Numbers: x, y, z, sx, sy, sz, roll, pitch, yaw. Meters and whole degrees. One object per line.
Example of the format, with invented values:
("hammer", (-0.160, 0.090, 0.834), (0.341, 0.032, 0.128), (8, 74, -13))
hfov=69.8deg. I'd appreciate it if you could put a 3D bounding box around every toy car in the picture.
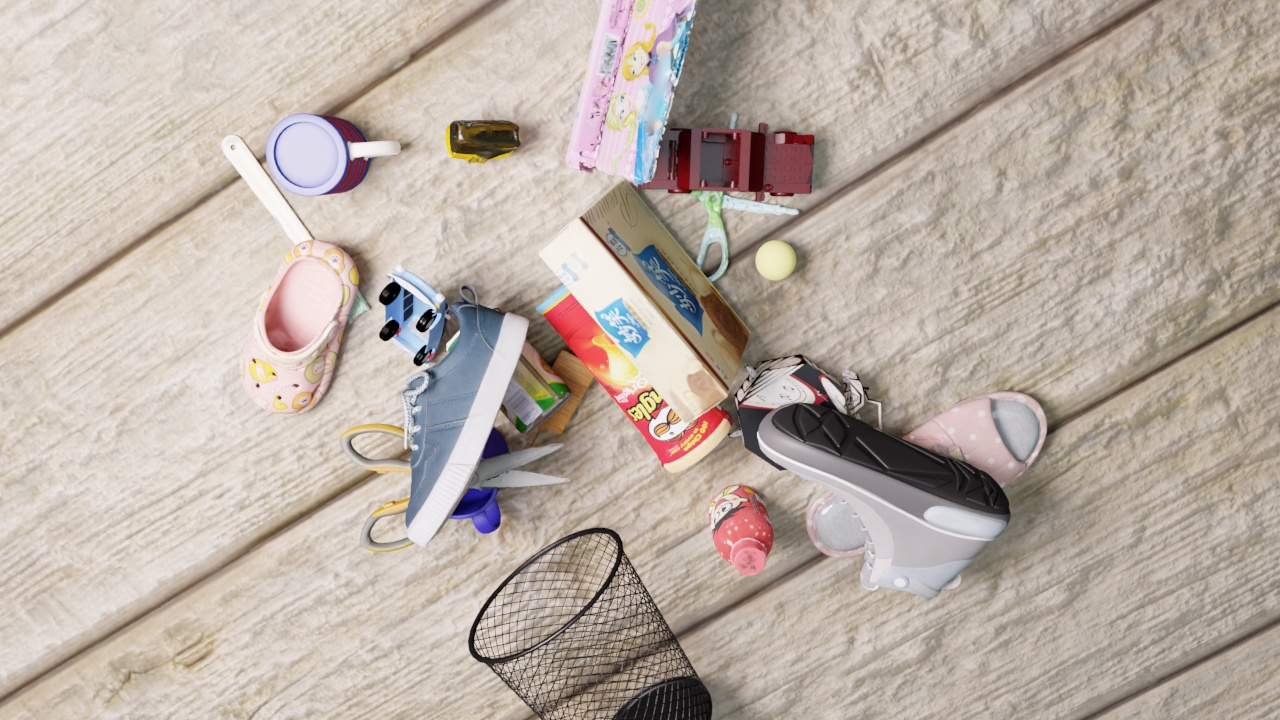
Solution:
("toy car", (-0.216, -0.044, 0.886), (0.056, 0.154, 0.054), (36, 63, 1))
("toy car", (0.084, -0.190, 0.873), (0.170, 0.062, 0.070), (1, 100, -2))

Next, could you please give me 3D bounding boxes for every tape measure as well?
("tape measure", (-0.153, -0.209, 0.879), (0.065, 0.064, 0.037), (-5, 95, -29))

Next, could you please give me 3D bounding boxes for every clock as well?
("clock", (0.174, 0.059, 0.937), (0.154, 0.065, 0.115), (12, 103, -1))

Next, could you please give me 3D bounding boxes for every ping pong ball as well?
("ping pong ball", (0.135, -0.100, 0.914), (0.040, 0.040, 0.040), (0, 103, 0))

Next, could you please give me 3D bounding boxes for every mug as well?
("mug", (-0.288, -0.198, 0.876), (0.112, 0.076, 0.075), (-6, 103, 2))
("mug", (-0.174, 0.125, 0.945), (0.079, 0.083, 0.111), (-22, 102, 5))

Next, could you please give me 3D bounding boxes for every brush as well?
("brush", (-0.093, 0.050, 0.961), (0.048, 0.017, 0.126), (29, 101, -6))
("brush", (-0.350, -0.133, 0.926), (0.033, 0.012, 0.217), (-34, 99, 8))

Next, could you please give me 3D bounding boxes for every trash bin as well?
("trash bin", (-0.041, 0.314, 0.947), (0.184, 0.184, 0.210), (-32, 106, 7))

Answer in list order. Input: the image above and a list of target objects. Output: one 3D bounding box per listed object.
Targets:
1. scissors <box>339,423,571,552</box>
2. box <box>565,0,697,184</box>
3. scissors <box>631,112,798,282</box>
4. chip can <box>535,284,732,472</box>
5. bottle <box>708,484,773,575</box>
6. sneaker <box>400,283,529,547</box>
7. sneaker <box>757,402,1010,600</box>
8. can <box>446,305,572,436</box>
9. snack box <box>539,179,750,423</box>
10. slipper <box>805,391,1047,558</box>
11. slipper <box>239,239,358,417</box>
("scissors", (-0.183, 0.126, 0.893), (0.225, 0.016, 0.175), (8, 101, -4))
("box", (-0.015, -0.279, 0.819), (0.061, 0.161, 0.231), (9, 103, -25))
("scissors", (0.073, -0.161, 0.917), (0.171, 0.021, 0.173), (12, 98, 0))
("chip can", (-0.005, 0.005, 0.917), (0.087, 0.087, 0.213), (-38, 99, 8))
("bottle", (0.103, 0.175, 0.927), (0.062, 0.137, 0.062), (0, 101, 0))
("sneaker", (-0.177, 0.049, 0.834), (0.087, 0.089, 0.235), (22, 81, -7))
("sneaker", (0.214, 0.148, 0.897), (0.256, 0.092, 0.161), (19, 120, -5))
("can", (-0.131, 0.009, 0.916), (0.067, 0.067, 0.121), (-42, 87, 9))
("snack box", (0.013, -0.060, 0.863), (0.055, 0.153, 0.207), (-36, 100, 26))
("slipper", (0.300, 0.125, 0.957), (0.274, 0.054, 0.114), (-32, 101, 8))
("slipper", (-0.348, -0.026, 0.907), (0.093, 0.081, 0.198), (26, 109, -3))
